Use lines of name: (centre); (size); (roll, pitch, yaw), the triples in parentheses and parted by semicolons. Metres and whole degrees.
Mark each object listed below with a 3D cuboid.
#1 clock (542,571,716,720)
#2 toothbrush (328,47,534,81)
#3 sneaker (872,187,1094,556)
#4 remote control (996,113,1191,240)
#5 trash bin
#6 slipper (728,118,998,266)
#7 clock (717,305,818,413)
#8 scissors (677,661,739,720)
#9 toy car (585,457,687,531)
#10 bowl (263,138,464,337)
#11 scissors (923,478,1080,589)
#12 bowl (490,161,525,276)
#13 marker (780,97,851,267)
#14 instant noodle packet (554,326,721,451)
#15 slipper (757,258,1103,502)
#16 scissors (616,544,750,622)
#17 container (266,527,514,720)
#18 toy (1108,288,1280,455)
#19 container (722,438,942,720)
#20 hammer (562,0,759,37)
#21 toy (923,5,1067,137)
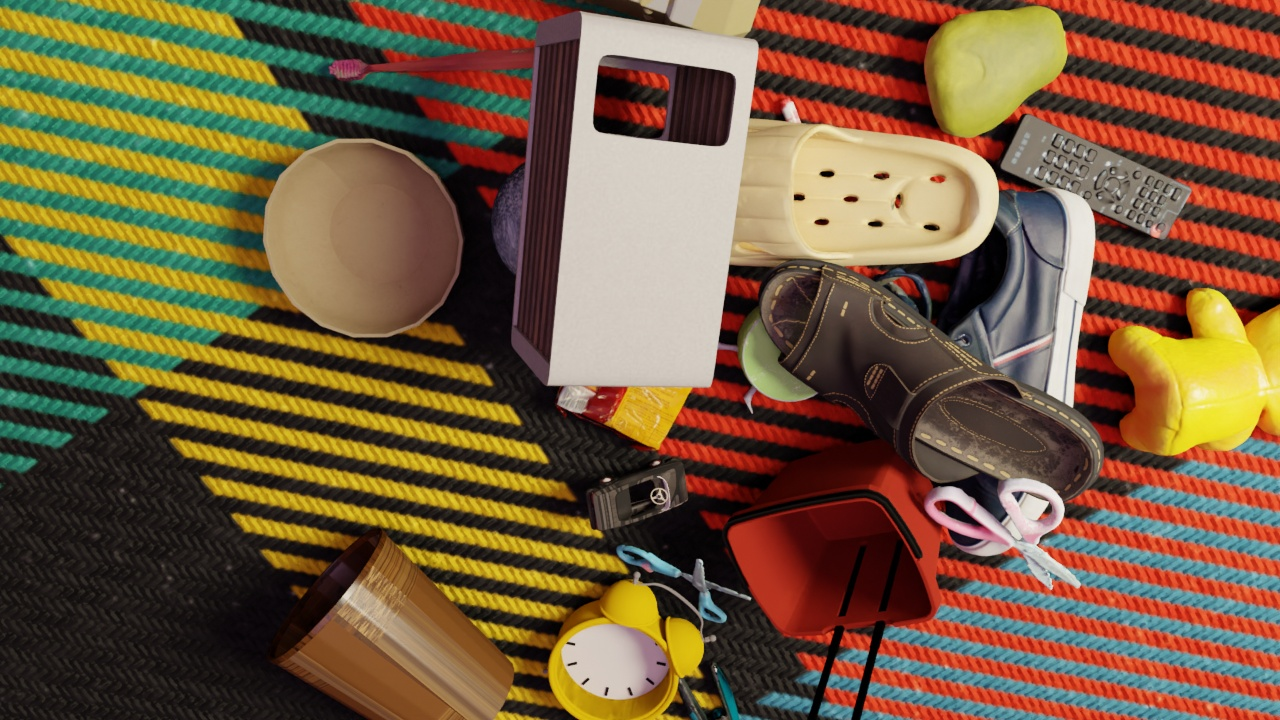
clock: (-0.013, 0.258, 0.811); (0.113, 0.052, 0.152); (41, 106, -9)
toothbrush: (-0.144, -0.229, 0.704); (0.190, 0.016, 0.016); (-3, 103, 2)
sneaker: (0.254, 0.011, 0.717); (0.127, 0.120, 0.295); (2, 102, -13)
remote control: (0.353, -0.143, 0.718); (0.150, 0.022, 0.047); (22, 103, -7)
trash bin: (-0.012, -0.106, 0.627); (0.114, 0.114, 0.229); (1, 105, -21)
slipper: (0.123, -0.117, 0.669); (0.262, 0.079, 0.111); (7, 105, 16)
clock: (0.126, -0.012, 0.743); (0.119, 0.042, 0.094); (-30, 103, 7)
scissors: (0.080, 0.339, 0.845); (0.127, 0.019, 0.142); (20, 106, -5)
toy car: (0.000, 0.113, 0.765); (0.092, 0.037, 0.040); (-15, 104, -29)
bowl: (-0.211, -0.097, 0.721); (0.152, 0.050, 0.152); (0, 104, 1)
scissors: (0.295, 0.132, 0.675); (0.178, 0.016, 0.103); (36, 142, -25)
bowl: (-0.062, -0.103, 0.713); (0.114, 0.060, 0.114); (0, 105, 0)
marker: (0.140, -0.140, 0.726); (0.013, 0.012, 0.142); (-24, 102, 6)
instant noodle packet: (-0.004, 0.004, 0.750); (0.098, 0.039, 0.135); (26, 103, -3)
slipper: (0.194, 0.022, 0.652); (0.268, 0.075, 0.113); (33, 132, 12)
scissors: (0.043, 0.194, 0.781); (0.015, 0.135, 0.134); (-54, 133, -23)
container: (-0.202, 0.246, 0.775); (0.132, 0.132, 0.167); (-42, 106, 10)
toy: (0.480, 0.009, 0.722); (0.194, 0.087, 0.134); (-8, 100, 3)
container: (0.144, 0.155, 0.689); (0.148, 0.200, 0.127); (-20, 106, 36)
hammer: (0.030, -0.399, 0.615); (0.190, 0.100, 0.325); (17, 104, -4)
toy: (0.267, -0.219, 0.684); (0.110, 0.051, 0.090); (-19, 106, 3)
